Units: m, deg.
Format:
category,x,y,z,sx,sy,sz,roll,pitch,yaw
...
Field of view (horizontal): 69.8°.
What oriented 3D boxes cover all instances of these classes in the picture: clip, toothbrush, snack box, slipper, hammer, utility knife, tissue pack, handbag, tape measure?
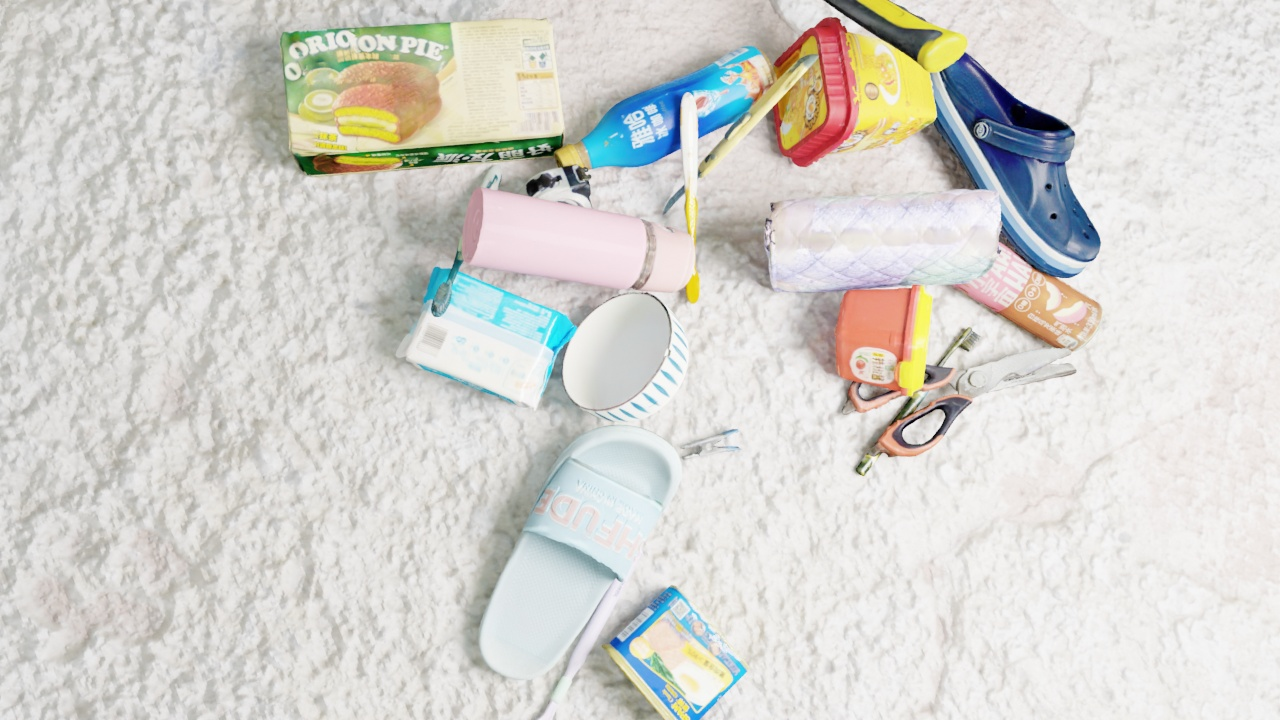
category,x,y,z,sx,sy,sz,roll,pitch,yaw
clip,0.064,0.079,0.842,0.058,0.026,0.041,-12,91,-9
toothbrush,0.045,-0.147,0.844,0.016,0.018,0.191,-6,104,-16
snack box,-0.193,-0.238,0.831,0.240,0.063,0.114,-7,83,-9
toothbrush,0.267,0.040,0.880,0.017,0.012,0.185,39,79,12
slipper,-0.058,0.163,0.778,0.104,0.074,0.245,31,89,-3
snack box,0.221,-0.022,0.837,0.080,0.091,0.081,7,56,19
slipper,0.368,-0.201,0.877,0.104,0.095,0.252,-23,77,-37
toothbrush,-0.149,-0.112,0.801,0.016,0.018,0.191,16,52,-5
hammer,0.160,-0.340,0.824,0.126,0.032,0.323,-29,52,-12
utility knife,0.089,-0.207,0.847,0.021,0.031,0.199,33,112,-20
tissue pack,-0.135,-0.019,0.806,0.140,0.063,0.090,21,80,2
toothbrush,-0.046,0.247,0.804,0.029,0.021,0.189,33,77,-17
handbag,0.208,-0.106,0.815,0.194,0.134,0.075,-2,84,9
tape measure,-0.077,-0.140,0.830,0.066,0.066,0.033,-13,51,-12

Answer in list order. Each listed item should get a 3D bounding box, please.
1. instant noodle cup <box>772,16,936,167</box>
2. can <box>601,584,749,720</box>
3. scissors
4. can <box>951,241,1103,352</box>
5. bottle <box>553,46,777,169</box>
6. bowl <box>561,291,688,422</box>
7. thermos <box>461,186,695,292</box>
category,x,y,z,sx,sy,sz,roll,pitch,yaw
instant noodle cup,0.203,-0.250,0.869,0.123,0.116,0.116,-4,82,-20
can,0.031,0.259,0.796,0.083,0.057,0.102,-40,89,-14
scissors,0.306,0.036,0.865,0.205,0.015,0.197,23,75,10
can,0.369,-0.066,0.887,0.147,0.058,0.058,30,79,-3
bottle,0.023,-0.225,0.858,0.218,0.065,0.065,-27,86,-11
bowl,-0.005,0.005,0.810,0.066,0.117,0.116,39,75,-44
thermos,-0.053,-0.104,0.801,0.198,0.087,0.067,6,113,-25
